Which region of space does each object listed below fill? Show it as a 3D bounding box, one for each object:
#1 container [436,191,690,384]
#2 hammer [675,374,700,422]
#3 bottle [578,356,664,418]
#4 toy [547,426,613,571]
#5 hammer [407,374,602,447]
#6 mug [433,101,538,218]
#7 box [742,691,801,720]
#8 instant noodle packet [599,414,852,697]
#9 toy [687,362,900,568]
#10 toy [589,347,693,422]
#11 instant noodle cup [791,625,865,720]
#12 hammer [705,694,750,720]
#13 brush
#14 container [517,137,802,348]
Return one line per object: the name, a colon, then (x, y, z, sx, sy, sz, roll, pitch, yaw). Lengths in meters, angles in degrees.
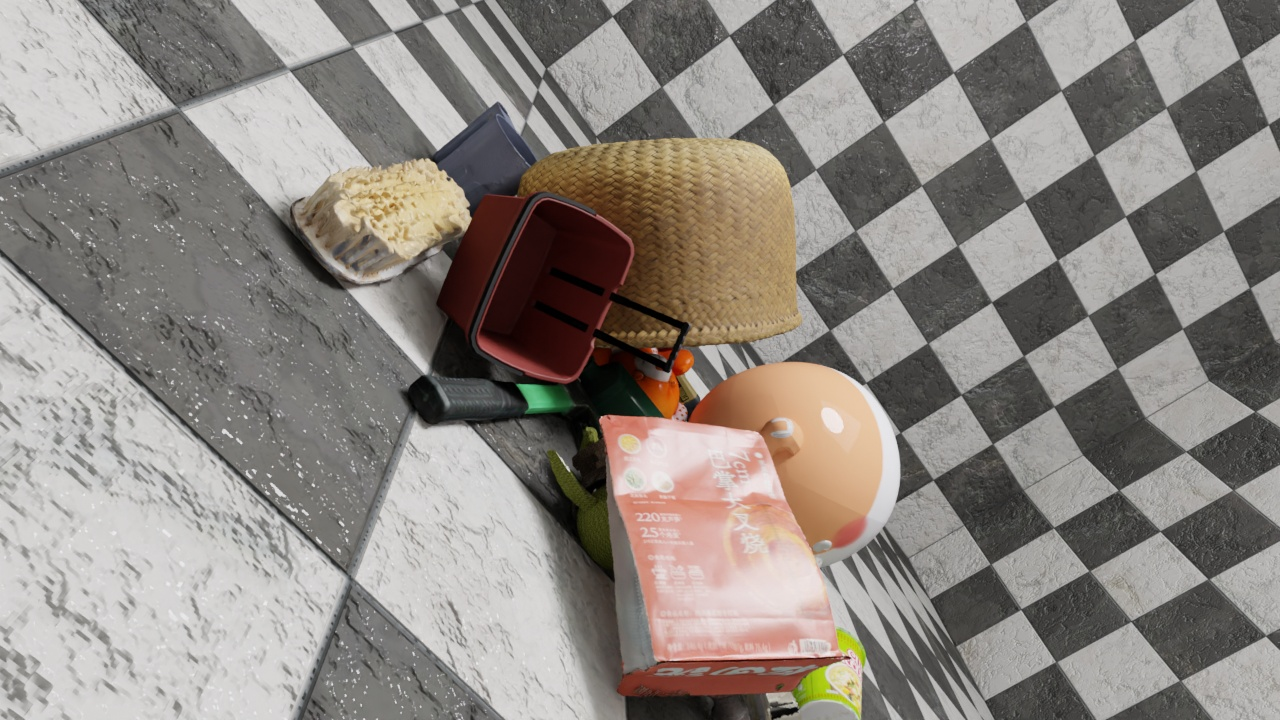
container: (-0.070, -0.056, 0.759, 0.127, 0.148, 0.201, 23, 2, -40)
hammer: (0.080, 0.079, 1.296, 0.333, 0.118, 0.025, 59, 13, -9)
bottle: (-0.032, 0.043, 1.008, 0.131, 0.061, 0.061, 51, 14, -20)
toy: (-0.014, 0.123, 0.807, 0.179, 0.078, 0.152, 55, 12, -15)
hammer: (-0.108, 0.034, 0.800, 0.130, 0.032, 0.318, 58, 12, 11)
mug: (-0.182, -0.226, 1.043, 0.084, 0.104, 0.123, 40, 19, -53)
box: (0.103, 0.266, 0.835, 0.143, 0.050, 0.184, -109, -170, -57)
instant noodle packet: (0.054, 0.141, 0.724, 0.164, 0.084, 0.220, 7, 54, -25)
toy: (0.174, 0.130, 1.122, 0.280, 0.263, 0.265, 25, 51, -52)
toy: (-0.007, 0.006, 1.130, 0.163, 0.093, 0.172, 10, 42, -30)
instant noodle cup: (0.203, 0.362, 1.009, 0.099, 0.099, 0.107, 53, 19, -14)
hammer: (0.053, 0.206, 0.895, 0.314, 0.035, 0.138, -104, 180, -72)
brush: (-0.204, -0.118, 0.763, 0.083, 0.057, 0.271, 55, 11, -8)
container: (0.013, -0.126, 0.969, 0.306, 0.307, 0.196, -54, 141, -78)
